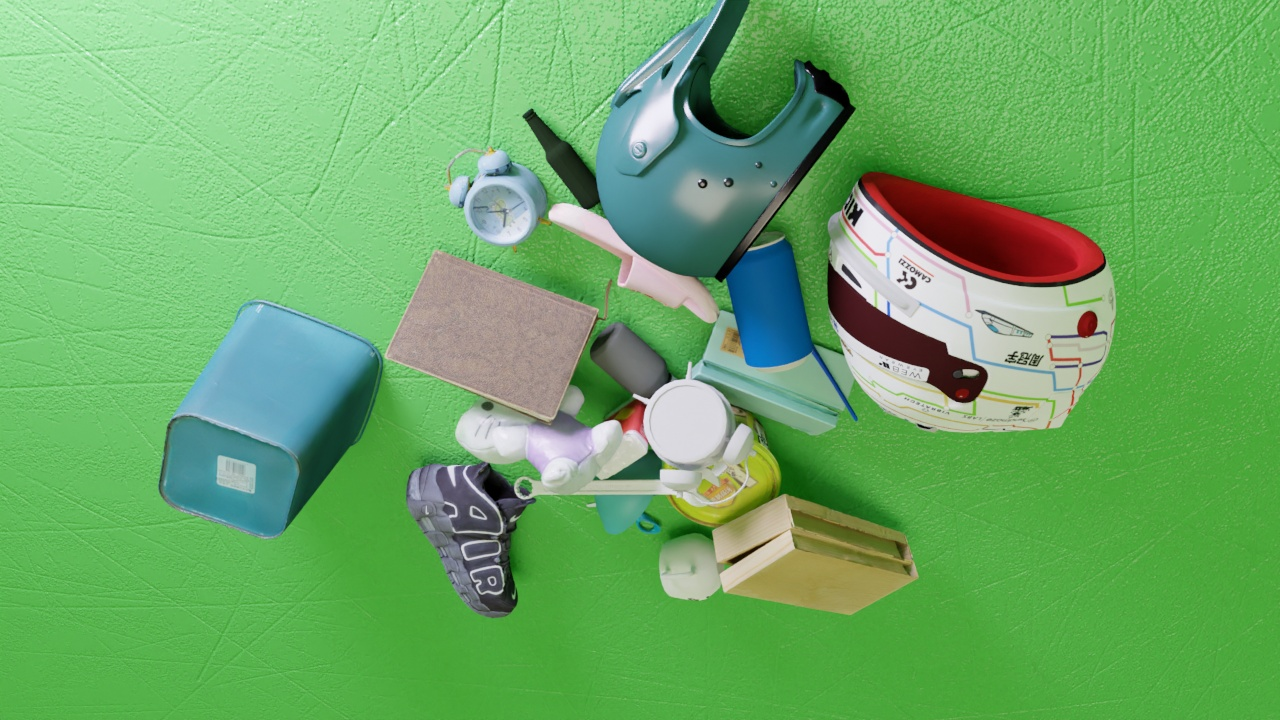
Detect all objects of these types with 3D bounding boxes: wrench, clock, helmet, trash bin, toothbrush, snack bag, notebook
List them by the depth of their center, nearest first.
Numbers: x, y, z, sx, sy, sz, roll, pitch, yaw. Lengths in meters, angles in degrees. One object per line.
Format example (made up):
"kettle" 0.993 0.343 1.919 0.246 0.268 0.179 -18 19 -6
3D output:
"helmet" 0.067 -0.223 0.904 0.200 0.176 0.275 38 110 2
"helmet" 0.320 -0.042 0.951 0.314 0.230 0.237 14 125 -8
"clock" -0.161 -0.183 1.026 0.089 0.051 0.124 -33 113 25
"clock" 0.065 0.091 1.063 0.120 0.061 0.159 -30 75 5
"notebook" -0.161 -0.046 1.068 0.215 0.190 0.034 22 164 5
"toothbrush" 0.209 -0.005 1.089 0.011 0.016 0.187 -27 100 29
"trash bin" -0.455 0.077 1.121 0.199 0.218 0.197 21 121 -8
"wrench" -0.033 0.156 1.131 0.274 0.009 0.047 -3 87 21
"snack bag" -0.020 0.092 1.141 0.077 0.115 0.036 -35 107 23

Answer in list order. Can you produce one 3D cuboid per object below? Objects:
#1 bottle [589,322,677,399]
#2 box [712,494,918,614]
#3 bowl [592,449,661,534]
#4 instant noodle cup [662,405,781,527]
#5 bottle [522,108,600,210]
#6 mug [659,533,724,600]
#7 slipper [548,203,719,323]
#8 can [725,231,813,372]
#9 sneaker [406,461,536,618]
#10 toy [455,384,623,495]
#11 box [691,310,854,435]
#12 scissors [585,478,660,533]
"bottle" -0.007 0.007 1.119 0.108 0.060 0.060 41 117 -17
"box" 0.226 0.254 1.163 0.249 0.091 0.128 21 141 -37
"bowl" -0.028 0.157 1.174 0.046 0.121 0.121 33 119 -22
"instant noodle cup" 0.103 0.128 1.159 0.146 0.097 0.146 3 122 5
"bottle" -0.086 -0.222 1.005 0.033 0.033 0.123 -30 113 22
"mug" 0.068 0.283 1.246 0.076 0.123 0.090 -9 84 20
"slipper" -0.008 -0.106 1.026 0.221 0.107 0.055 33 90 -7
"can" 0.143 -0.065 1.034 0.079 0.078 0.146 -11 108 13
"sneaker" -0.200 0.235 1.264 0.151 0.097 0.252 -20 112 15
"toy" -0.122 0.087 1.100 0.209 0.137 0.086 24 142 38
"box" 0.159 0.018 1.126 0.187 0.078 0.112 19 93 -7
"scissors" -0.010 0.188 1.260 0.127 0.014 0.127 37 122 -11
